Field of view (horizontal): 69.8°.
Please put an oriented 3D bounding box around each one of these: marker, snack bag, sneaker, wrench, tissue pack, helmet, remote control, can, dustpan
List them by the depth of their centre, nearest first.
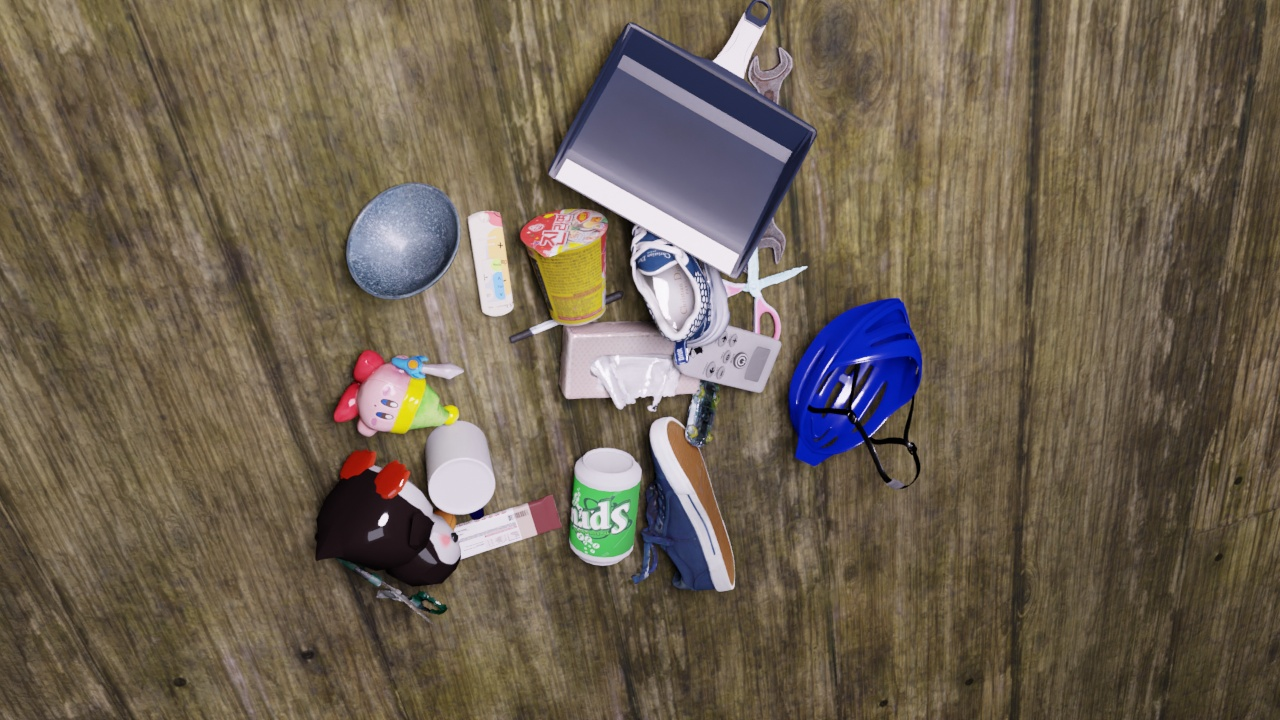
[{"bbox_3d":[0.069,-0.266,0.987,0.236,0.080,0.272,28,70,-6],"label":"dustpan"},{"bbox_3d":[0.027,-0.132,1.031,0.103,0.132,0.269,-11,102,18],"label":"sneaker"},{"bbox_3d":[-0.176,-0.113,1.078,0.038,0.018,0.126,-10,114,-11],"label":"remote control"},{"bbox_3d":[0.150,-0.237,1.115,0.070,0.010,0.274,-6,115,-13],"label":"wrench"},{"bbox_3d":[-0.090,-0.054,1.132,0.152,0.011,0.011,-23,118,-4],"label":"marker"},{"bbox_3d":[-0.007,0.007,1.155,0.181,0.071,0.104,-2,114,-19],"label":"tissue pack"},{"bbox_3d":[0.294,0.050,1.165,0.147,0.227,0.242,26,106,-34],"label":"helmet"},{"bbox_3d":[0.111,-0.006,1.166,0.151,0.019,0.074,13,103,-35],"label":"remote control"},{"bbox_3d":[-0.047,0.193,1.215,0.087,0.087,0.140,-1,114,-15],"label":"can"},{"bbox_3d":[-0.188,0.226,1.233,0.158,0.013,0.057,-17,115,-7],"label":"snack bag"},{"bbox_3d":[0.037,0.208,1.251,0.127,0.120,0.295,-10,121,14],"label":"sneaker"}]

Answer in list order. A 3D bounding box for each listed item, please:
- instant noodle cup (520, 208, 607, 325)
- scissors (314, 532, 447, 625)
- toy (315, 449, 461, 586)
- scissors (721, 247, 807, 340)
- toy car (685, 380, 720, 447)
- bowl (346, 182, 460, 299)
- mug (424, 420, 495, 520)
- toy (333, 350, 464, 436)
[{"bbox_3d":[-0.080,-0.106,1.071,0.100,0.100,0.113,-15,126,-9],"label":"instant noodle cup"},{"bbox_3d":[-0.328,0.281,1.174,0.205,0.202,0.015,33,79,12],"label":"scissors"},{"bbox_3d":[-0.300,0.221,1.130,0.139,0.159,0.184,-58,136,-22],"label":"toy"},{"bbox_3d":[0.130,-0.080,1.172,0.177,0.013,0.171,-9,124,-6],"label":"scissors"},{"bbox_3d":[0.080,0.070,1.215,0.038,0.027,0.089,20,78,-42],"label":"toy car"},{"bbox_3d":[-0.251,-0.123,1.018,0.137,0.137,0.057,-37,158,3],"label":"bowl"},{"bbox_3d":[-0.219,0.145,1.139,0.078,0.097,0.112,-20,118,-6],"label":"mug"},{"bbox_3d":[-0.280,0.041,1.096,0.131,0.096,0.124,25,100,-5],"label":"toy"}]
